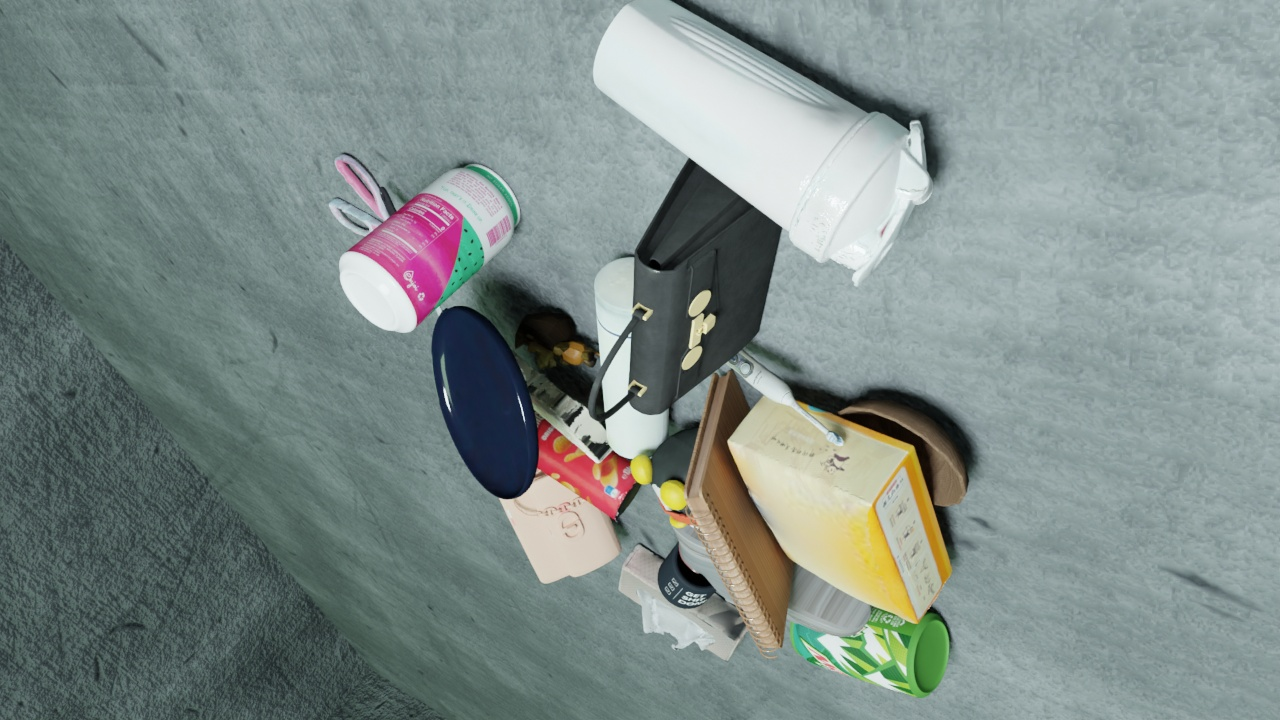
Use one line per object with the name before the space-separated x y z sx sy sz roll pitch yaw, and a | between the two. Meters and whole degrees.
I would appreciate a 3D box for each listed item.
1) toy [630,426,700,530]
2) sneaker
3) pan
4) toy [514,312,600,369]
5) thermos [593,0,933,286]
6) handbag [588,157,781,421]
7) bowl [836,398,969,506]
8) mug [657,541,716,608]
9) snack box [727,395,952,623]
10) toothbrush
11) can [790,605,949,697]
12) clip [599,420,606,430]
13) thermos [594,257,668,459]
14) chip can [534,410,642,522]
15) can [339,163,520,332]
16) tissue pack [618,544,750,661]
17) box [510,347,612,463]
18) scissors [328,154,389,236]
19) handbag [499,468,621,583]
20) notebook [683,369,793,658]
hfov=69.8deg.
toy | 0.064 0.126 0.920 0.097 0.099 0.119 32 160 54
sneaker | 0.136 0.229 0.974 0.236 0.099 0.090 28 146 34
pan | -0.190 -0.027 0.927 0.356 0.021 0.199 63 146 12
toy | -0.078 -0.014 0.940 0.100 0.062 0.076 22 167 10
thermos | 0.076 -0.148 0.579 0.220 0.099 0.100 38 149 13
handbag | 0.021 -0.032 0.676 0.072 0.195 0.176 29 147 18
bowl | 0.214 0.068 0.737 0.118 0.030 0.118 36 160 15
mug | 0.080 0.256 1.100 0.105 0.071 0.078 13 148 -6
snack box | 0.169 0.132 0.788 0.145 0.080 0.195 23 153 42
toothbrush | 0.101 0.016 0.763 0.185 0.022 0.024 43 -166 36
can | 0.234 0.287 0.947 0.144 0.082 0.083 2 132 46
clip | -0.018 0.083 1.021 0.076 0.047 0.023 4 135 41
thermos | -0.005 0.005 0.874 0.068 0.067 0.230 27 146 21
chip can | -0.104 0.100 1.092 0.233 0.073 0.073 32 147 13
can | -0.190 -0.105 0.841 0.088 0.165 0.088 28 146 21
tissue pack | 0.051 0.332 1.221 0.181 0.071 0.104 29 146 13
box | -0.135 0.049 0.962 0.143 0.101 0.194 34 167 39
scissors | -0.297 -0.154 1.044 0.159 0.014 0.172 -8 127 49
handbag | -0.112 0.168 1.215 0.187 0.116 0.199 -111 -1 -67
notebook | 0.098 0.140 0.837 0.022 0.168 0.210 -11 125 25
